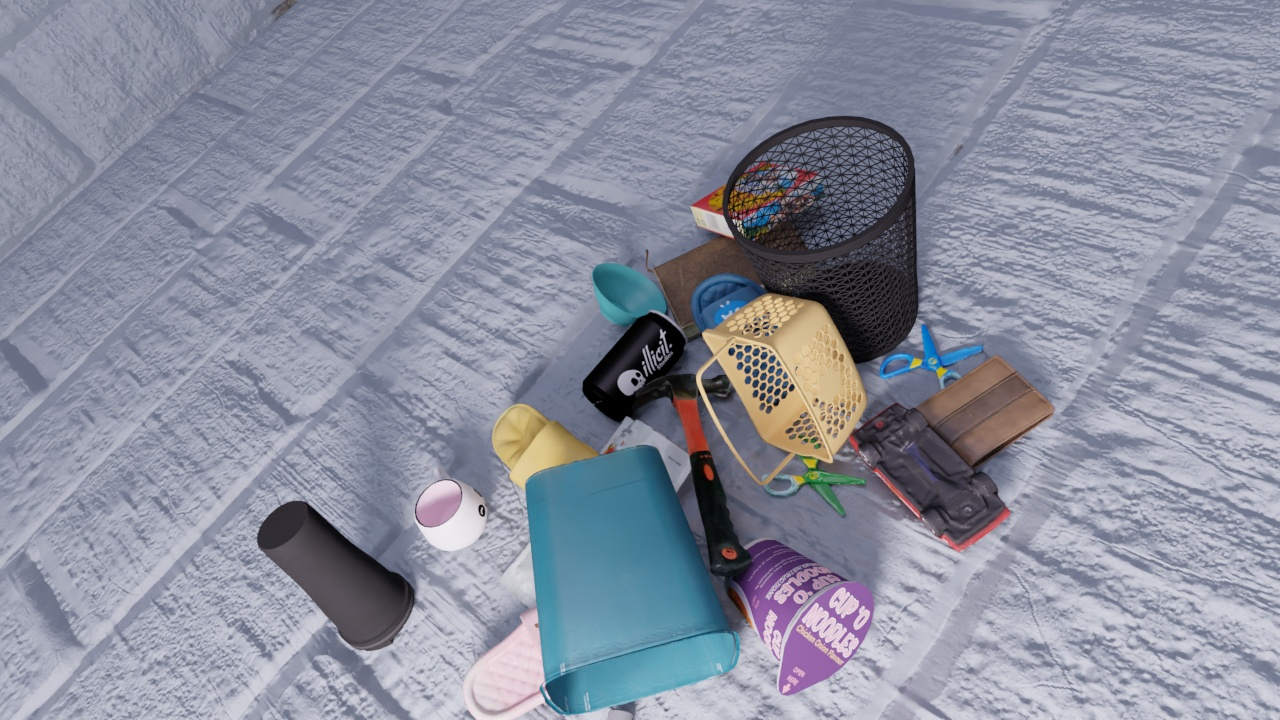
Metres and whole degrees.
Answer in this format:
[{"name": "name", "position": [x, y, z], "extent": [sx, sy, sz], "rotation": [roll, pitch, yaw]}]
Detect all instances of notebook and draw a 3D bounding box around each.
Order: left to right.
[{"name": "notebook", "position": [0.125, -0.140, 1.329], "extent": [0.215, 0.034, 0.190], "rotation": [-26, 47, 5]}]

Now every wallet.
[{"name": "wallet", "position": [0.391, 0.058, 1.046], "extent": [0.121, 0.027, 0.098], "rotation": [-34, 53, -3]}]

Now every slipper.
[{"name": "slipper", "position": [-0.126, 0.125, 1.174], "extent": [0.099, 0.078, 0.263], "rotation": [-55, 42, -1]}, {"name": "slipper", "position": [-0.108, 0.334, 1.052], "extent": [0.221, 0.056, 0.106], "rotation": [-37, 65, -1]}, {"name": "slipper", "position": [0.145, -0.036, 1.203], "extent": [0.104, 0.059, 0.213], "rotation": [-33, 62, -1]}]

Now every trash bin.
[{"name": "trash bin", "position": [-0.022, 0.228, 0.968], "extent": [0.199, 0.197, 0.218], "rotation": [-14, 59, -4]}, {"name": "trash bin", "position": [0.240, -0.131, 1.123], "extent": [0.217, 0.243, 0.216], "rotation": [-13, 50, 16]}]

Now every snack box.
[{"name": "snack box", "position": [0.169, -0.233, 1.337], "extent": [0.144, 0.040, 0.142], "rotation": [-33, 29, -15]}]

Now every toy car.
[{"name": "toy car", "position": [0.315, 0.124, 1.015], "extent": [0.081, 0.056, 0.189], "rotation": [-37, 46, -2]}]

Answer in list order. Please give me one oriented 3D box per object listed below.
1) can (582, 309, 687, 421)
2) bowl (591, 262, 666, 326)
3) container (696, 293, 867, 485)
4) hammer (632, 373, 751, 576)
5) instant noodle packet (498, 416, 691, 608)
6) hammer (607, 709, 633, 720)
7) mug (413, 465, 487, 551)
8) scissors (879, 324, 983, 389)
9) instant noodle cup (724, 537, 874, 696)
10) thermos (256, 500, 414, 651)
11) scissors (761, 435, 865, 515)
[{"name": "can", "position": [-0.007, 0.007, 1.249], "extent": [0.080, 0.080, 0.145], "rotation": [28, 70, 39]}, {"name": "bowl", "position": [-0.026, -0.085, 1.336], "extent": [0.046, 0.121, 0.121], "rotation": [-57, 37, 33]}, {"name": "container", "position": [0.156, 0.036, 1.058], "extent": [0.166, 0.183, 0.129], "rotation": [-42, 31, -18]}, {"name": "hammer", "position": [0.072, 0.121, 1.072], "extent": [0.133, 0.033, 0.332], "rotation": [0, 35, -10]}, {"name": "instant noodle packet", "position": [-0.054, 0.200, 1.144], "extent": [0.147, 0.057, 0.269], "rotation": [27, 75, 40]}, {"name": "hammer", "position": [0.099, 0.419, 0.913], "extent": [0.311, 0.029, 0.124], "rotation": [-6, 52, 21]}, {"name": "mug", "position": [-0.253, 0.195, 1.226], "extent": [0.090, 0.076, 0.123], "rotation": [-28, 48, 4]}, {"name": "scissors", "position": [0.356, 0.005, 1.117], "extent": [0.125, 0.013, 0.129], "rotation": [-20, 53, 10]}, {"name": "instant noodle cup", "position": [0.152, 0.258, 0.964], "extent": [0.136, 0.122, 0.122], "rotation": [-50, 40, -4]}, {"name": "thermos", "position": [-0.379, 0.266, 1.143], "extent": [0.106, 0.219, 0.105], "rotation": [-16, 41, 15]}, {"name": "scissors", "position": [0.200, 0.144, 1.087], "extent": [0.117, 0.012, 0.129], "rotation": [-33, 46, 1]}]
